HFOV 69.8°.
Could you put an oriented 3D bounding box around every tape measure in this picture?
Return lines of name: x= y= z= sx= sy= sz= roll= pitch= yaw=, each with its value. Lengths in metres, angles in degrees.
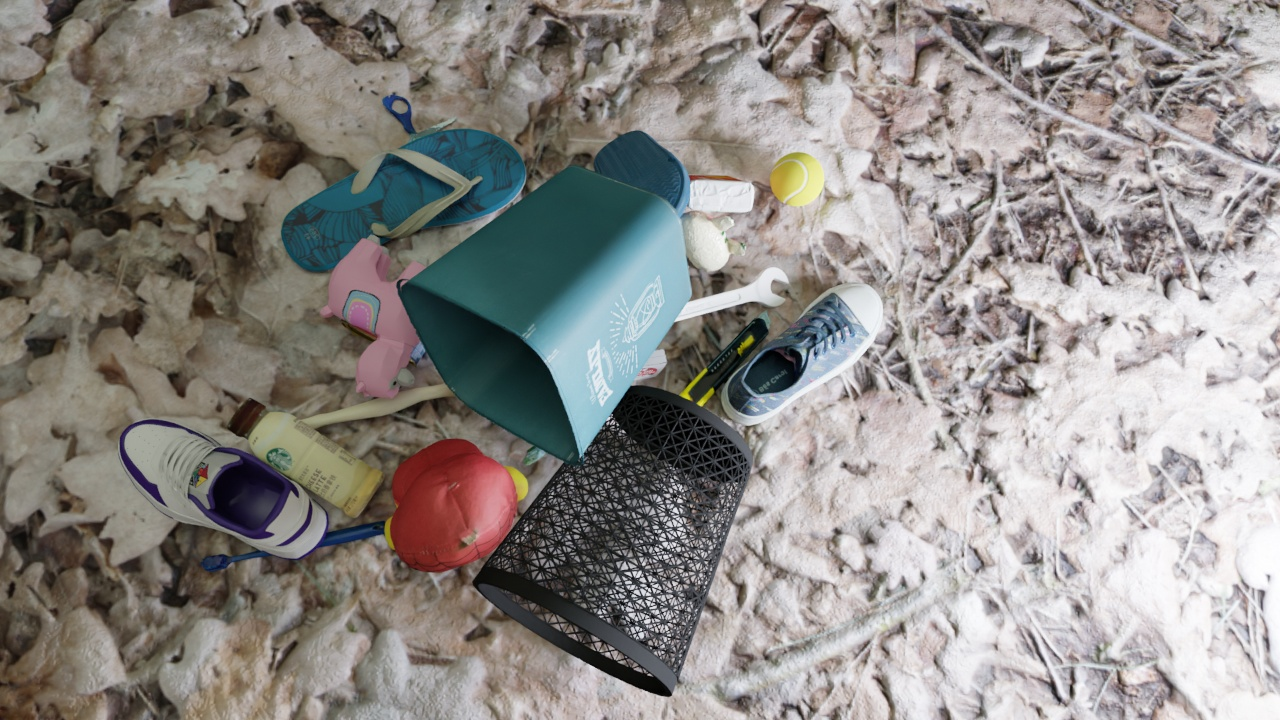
tape measure: x=-0.006 y=0.006 z=1.040 sx=0.060 sy=0.062 sz=0.020 roll=-10 pitch=75 yaw=-14

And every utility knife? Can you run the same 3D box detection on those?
utility knife: x=0.096 y=0.006 z=1.068 sx=0.029 sy=0.020 sz=0.174 roll=42 pitch=76 yaw=5

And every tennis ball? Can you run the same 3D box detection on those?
tennis ball: x=0.192 y=-0.222 z=1.123 sx=0.065 sy=0.065 sz=0.065 roll=1 pitch=73 yaw=-5

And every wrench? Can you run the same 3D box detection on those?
wrench: x=0.061 y=-0.060 z=1.050 sx=0.272 sy=0.009 sz=0.047 roll=-16 pitch=92 yaw=-27

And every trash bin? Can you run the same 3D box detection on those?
trash bin: x=-0.076 y=-0.057 z=0.895 sx=0.199 sy=0.197 sz=0.218 roll=26 pitch=60 yaw=28
trash bin: x=-0.010 y=0.170 z=0.923 sx=0.217 sy=0.217 sz=0.242 roll=29 pitch=66 yaw=3

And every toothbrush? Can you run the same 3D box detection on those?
toothbrush: x=-0.366 y=0.196 z=0.972 sx=0.190 sy=0.017 sz=0.016 roll=-11 pitch=75 yaw=-8

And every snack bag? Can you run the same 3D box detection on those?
snack bag: x=0.084 y=-0.198 z=1.081 sx=0.077 sy=0.116 sz=0.036 roll=1 pitch=105 yaw=-7

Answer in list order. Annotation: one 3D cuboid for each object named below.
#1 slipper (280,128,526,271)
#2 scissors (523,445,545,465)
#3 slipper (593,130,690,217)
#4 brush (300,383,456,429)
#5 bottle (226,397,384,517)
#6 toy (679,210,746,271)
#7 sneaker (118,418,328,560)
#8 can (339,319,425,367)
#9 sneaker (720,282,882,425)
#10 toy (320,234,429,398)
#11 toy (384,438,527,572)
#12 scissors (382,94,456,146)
slipper: x=-0.277 y=-0.196 z=1.068 sx=0.294 sy=0.060 sz=0.118 roll=-26 pitch=85 yaw=-11
scissors: x=-0.093 y=0.084 z=0.980 sx=0.011 sy=0.126 sz=0.127 roll=55 pitch=45 yaw=-3
slipper: x=0.003 y=-0.203 z=1.065 sx=0.104 sy=0.059 sz=0.213 roll=-29 pitch=40 yaw=8
brush: x=-0.272 y=0.051 z=1.010 sx=0.272 sy=0.062 sz=0.077 roll=-10 pitch=59 yaw=-4
bottle: x=-0.351 y=0.100 z=0.962 sx=0.162 sy=0.057 sz=0.056 roll=35 pitch=73 yaw=-10
toy: x=0.070 y=-0.139 z=1.084 sx=0.113 sy=0.087 sz=0.050 roll=-18 pitch=42 yaw=32
sneaker: x=-0.440 y=0.121 z=0.930 sx=0.244 sy=0.111 sz=0.091 roll=24 pitch=67 yaw=7
can: x=-0.281 y=-0.042 z=1.032 sx=0.100 sy=0.054 sz=0.059 roll=29 pitch=75 yaw=4
sneaker: x=0.195 y=-0.012 z=1.055 sx=0.235 sy=0.079 sz=0.087 roll=-38 pitch=80 yaw=-14
toy: x=-0.277 y=-0.043 z=0.971 sx=0.123 sy=0.067 sz=0.157 roll=22 pitch=80 yaw=3
toy: x=-0.188 y=0.138 z=0.904 sx=0.147 sy=0.216 sz=0.099 roll=-36 pitch=103 yaw=-13
scissors: x=-0.281 y=-0.272 z=1.120 sx=0.127 sy=0.014 sz=0.133 roll=-32 pitch=78 yaw=-14
